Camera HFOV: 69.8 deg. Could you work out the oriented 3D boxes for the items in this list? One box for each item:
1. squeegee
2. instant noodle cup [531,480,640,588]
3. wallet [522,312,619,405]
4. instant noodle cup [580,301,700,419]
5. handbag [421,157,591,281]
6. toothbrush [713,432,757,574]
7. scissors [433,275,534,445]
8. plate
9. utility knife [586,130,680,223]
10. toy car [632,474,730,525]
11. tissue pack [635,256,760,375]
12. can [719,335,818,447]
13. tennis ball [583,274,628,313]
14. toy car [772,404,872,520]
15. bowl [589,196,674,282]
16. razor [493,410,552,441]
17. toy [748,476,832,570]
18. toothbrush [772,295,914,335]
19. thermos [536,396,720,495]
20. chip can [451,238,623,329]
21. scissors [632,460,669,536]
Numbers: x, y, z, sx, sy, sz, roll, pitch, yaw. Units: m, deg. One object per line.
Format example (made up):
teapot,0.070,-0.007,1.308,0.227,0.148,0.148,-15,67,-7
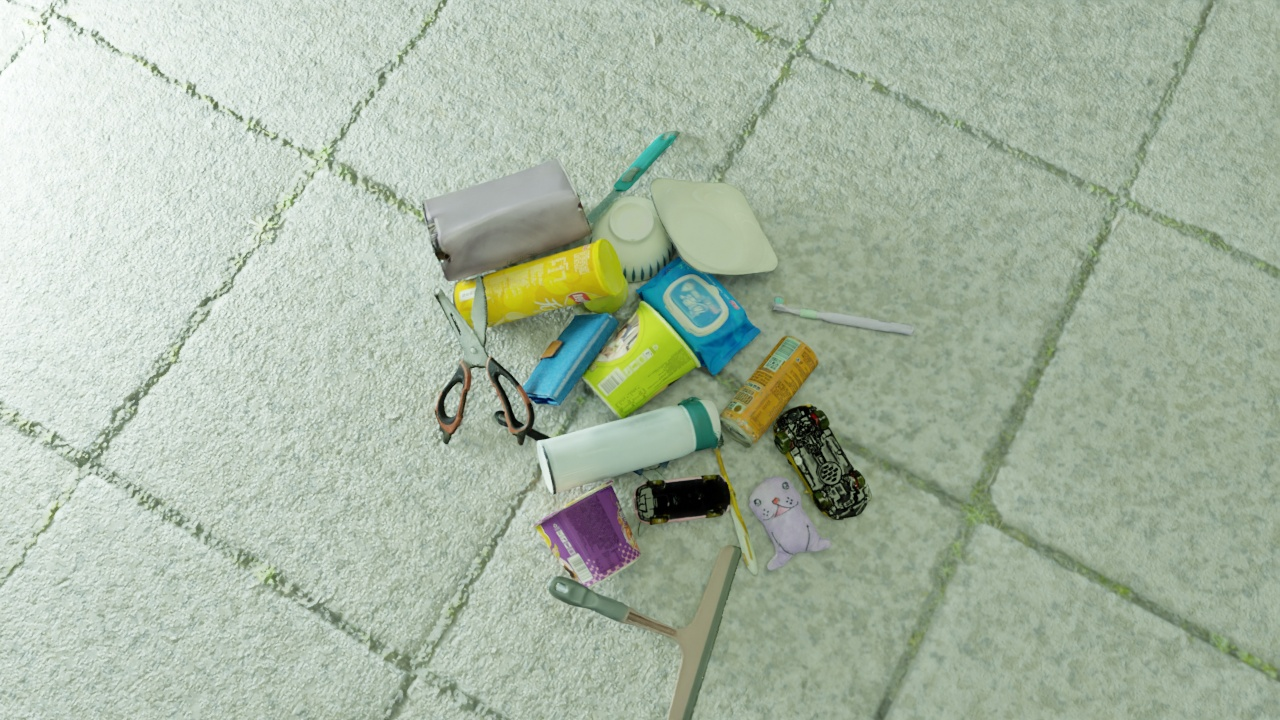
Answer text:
squeegee,-0.014,0.290,1.046,0.249,0.040,0.247,31,70,-32
instant noodle cup,-0.058,0.211,1.090,0.111,0.112,0.099,-30,84,-9
wallet,-0.091,-0.004,1.161,0.040,0.106,0.133,42,73,-22
instant noodle cup,-0.007,0.007,1.156,0.123,0.112,0.111,-42,77,-3
handbag,-0.173,-0.177,1.192,0.197,0.098,0.145,-19,29,-5
toothbrush,0.117,0.172,1.142,0.016,0.018,0.191,-4,69,-33
scissors,-0.204,0.011,1.152,0.189,0.015,0.227,26,101,11
plate,0.091,-0.170,1.216,0.164,0.034,0.163,-3,57,-33
utility knife,-0.010,-0.254,1.250,0.029,0.013,0.222,18,54,28
toy car,0.050,0.170,1.122,0.122,0.037,0.056,-4,81,-15
tissue pack,0.075,-0.063,1.199,0.095,0.052,0.157,-39,76,-11
can,0.162,0.038,1.164,0.058,0.058,0.145,38,76,11
tennis ball,-0.048,-0.093,1.203,0.065,0.065,0.065,0,72,0
toy car,0.223,0.128,1.143,0.071,0.041,0.156,-30,79,-9
bowl,-0.011,-0.170,1.227,0.116,0.066,0.116,0,72,0
razor,-0.123,0.100,1.164,0.143,0.022,0.042,25,64,6
toy,0.173,0.195,1.124,0.084,0.039,0.108,-25,75,-1
toothbrush,0.269,-0.058,1.216,0.189,0.029,0.021,11,113,2
thermos,-0.010,0.099,1.117,0.224,0.073,0.073,-15,73,-14
chip can,-0.131,-0.092,1.160,0.214,0.072,0.072,-14,71,19
scissors,0.018,0.134,1.152,0.173,0.012,0.162,38,70,3
